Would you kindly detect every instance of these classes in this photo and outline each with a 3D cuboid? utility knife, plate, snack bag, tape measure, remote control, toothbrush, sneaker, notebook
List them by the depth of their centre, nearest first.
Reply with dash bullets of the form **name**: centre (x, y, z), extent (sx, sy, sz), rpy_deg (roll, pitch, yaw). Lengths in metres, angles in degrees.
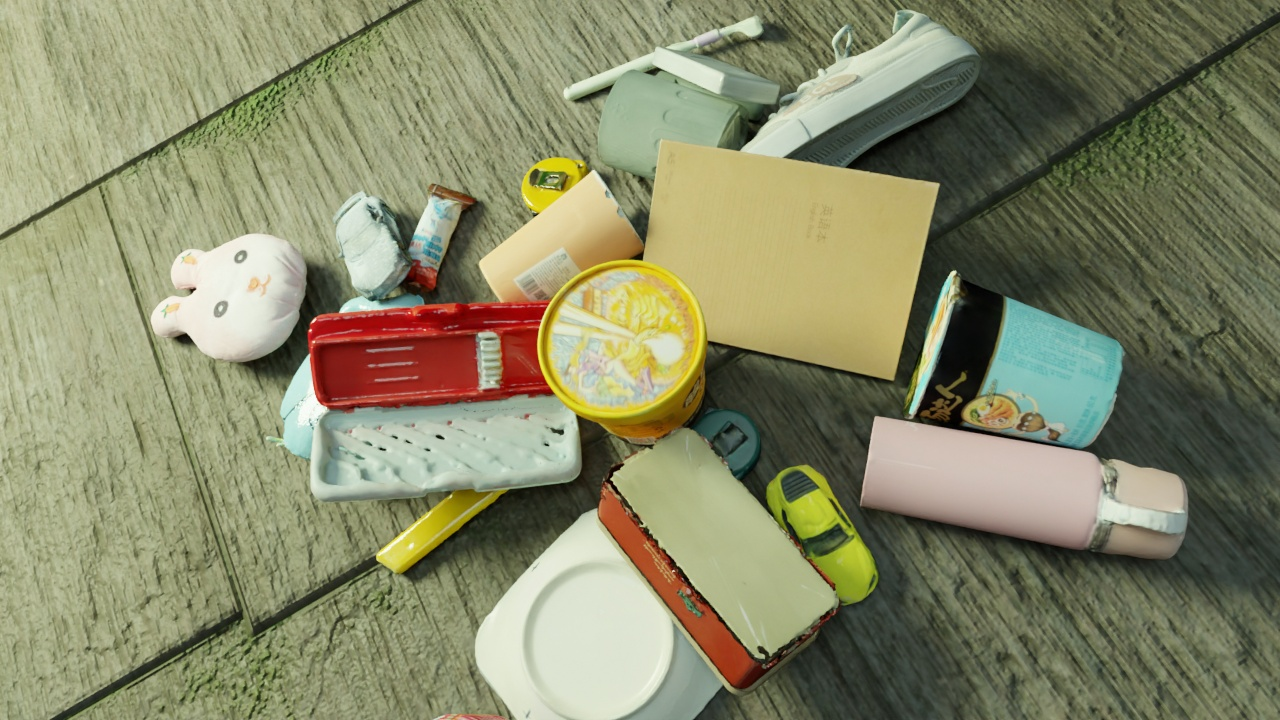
- **plate**: centre (-0.028, 0.200, 0.653), extent (0.164, 0.034, 0.163), rpy_deg (40, 81, 22)
- **tape measure**: centre (0.063, 0.063, 0.692), extent (0.054, 0.025, 0.058), rpy_deg (-45, 68, -6)
- **notebook**: centre (0.104, -0.078, 0.702), extent (0.212, 0.012, 0.150), rpy_deg (13, 107, 16)
- **utility knife**: centre (-0.142, 0.114, 0.721), extent (0.153, 0.015, 0.033), rpy_deg (-38, 60, -3)
- **sneaker**: centre (0.149, -0.205, 0.745), extent (0.242, 0.089, 0.090), rpy_deg (-32, 64, -2)
- **remote control**: centre (0.061, -0.238, 0.767), extent (0.056, 0.019, 0.135), rpy_deg (2, 26, -27)
- **tape measure**: centre (-0.075, -0.151, 0.803), extent (0.057, 0.029, 0.060), rpy_deg (8, 70, 15)
- **snack bag**: centre (-0.185, -0.109, 0.812), extent (0.048, 0.026, 0.104), rpy_deg (19, 74, 10)
- **toothbrush**: centre (0.019, -0.274, 0.838), extent (0.189, 0.020, 0.029), rpy_deg (-18, 39, 5)

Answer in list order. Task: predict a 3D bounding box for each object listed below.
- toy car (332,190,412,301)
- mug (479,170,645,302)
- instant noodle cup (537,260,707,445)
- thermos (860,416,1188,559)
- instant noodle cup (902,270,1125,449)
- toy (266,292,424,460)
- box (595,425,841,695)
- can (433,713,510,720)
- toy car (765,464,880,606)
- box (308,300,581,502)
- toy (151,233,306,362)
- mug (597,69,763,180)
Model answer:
- **toy car**: centre (-0.236, -0.101, 0.798), extent (0.054, 0.037, 0.120), rpy_deg (-40, 49, 8)
- **mug**: centre (-0.066, -0.090, 0.756), extent (0.123, 0.078, 0.078), rpy_deg (-34, 66, 3)
- **instant noodle cup**: centre (-0.004, 0.004, 0.680), extent (0.118, 0.114, 0.118), rpy_deg (-4, 67, 10)
- **thermos**: centre (0.250, 0.086, 0.611), extent (0.199, 0.087, 0.067), rpy_deg (11, 91, 17)
- **instant noodle cup**: centre (0.258, 0.006, 0.635), extent (0.120, 0.111, 0.111), rpy_deg (18, 73, 11)
- **toy**: centre (-0.238, 0.019, 0.761), extent (0.156, 0.050, 0.161), rpy_deg (-26, 61, -1)
- **box**: centre (0.052, 0.128, 0.626), extent (0.091, 0.078, 0.168), rpy_deg (-28, 64, -29)
- **can**: centre (-0.115, 0.271, 0.610), extent (0.066, 0.094, 0.066), rpy_deg (-4, 68, 10)
- **toy car**: centre (0.129, 0.123, 0.651), extent (0.048, 0.032, 0.105), rpy_deg (-29, 68, -1)
- **box**: centre (-0.150, 0.030, 0.708), extent (0.201, 0.065, 0.159), rpy_deg (-4, 77, -8)
- **toy**: centre (-0.369, -0.056, 0.818), extent (0.160, 0.054, 0.121), rpy_deg (2, 69, 21)
- **mug**: centre (0.038, -0.201, 0.779), extent (0.103, 0.084, 0.123), rpy_deg (22, 50, 18)
